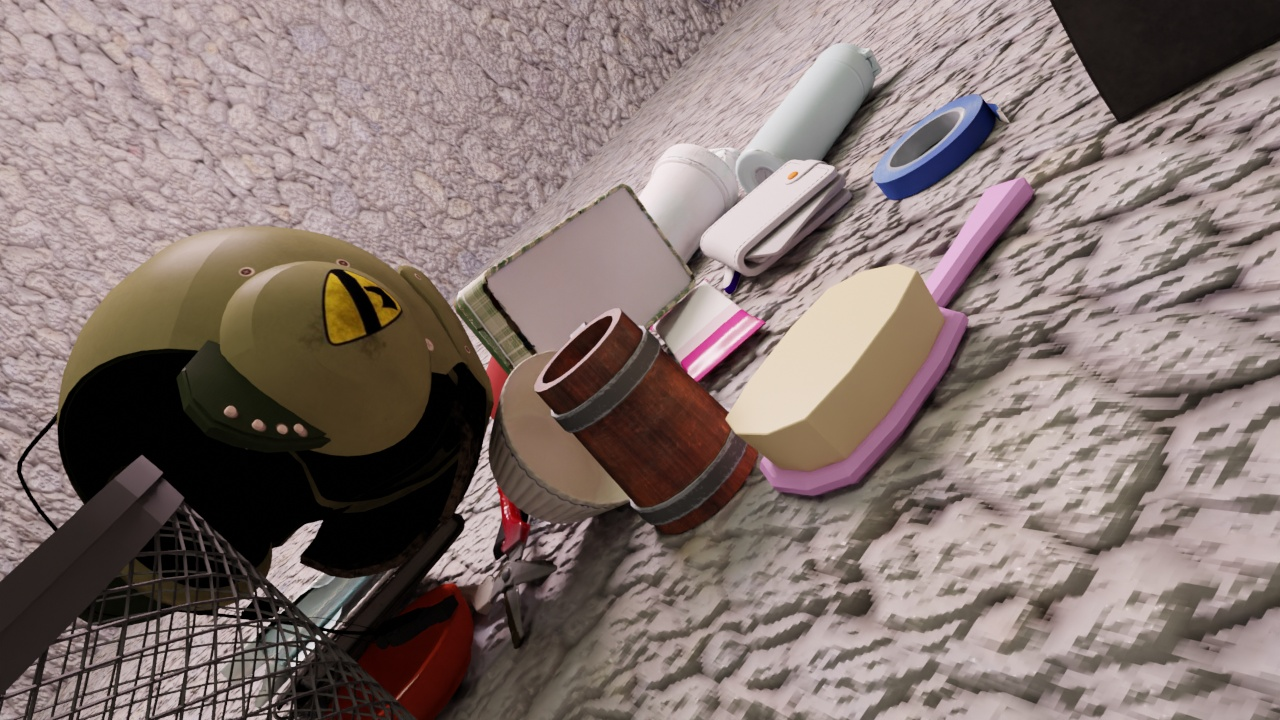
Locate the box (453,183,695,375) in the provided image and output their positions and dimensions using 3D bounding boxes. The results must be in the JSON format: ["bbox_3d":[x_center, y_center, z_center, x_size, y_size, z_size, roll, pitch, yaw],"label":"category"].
[{"bbox_3d":[-0.045,-0.056,0.742,0.050,0.117,0.204,-28,12,45],"label":"box"}]

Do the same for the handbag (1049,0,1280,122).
[{"bbox_3d":[0.270,-0.253,0.446,0.176,0.196,0.072,-28,22,42],"label":"handbag"}]

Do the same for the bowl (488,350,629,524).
[{"bbox_3d":[-0.050,0.058,0.608,0.063,0.115,0.115,-49,8,42],"label":"bowl"}]

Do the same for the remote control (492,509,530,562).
[{"bbox_3d":[-0.097,0.116,0.734,0.028,0.012,0.124,-39,16,16],"label":"remote control"}]

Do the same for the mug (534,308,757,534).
[{"bbox_3d":[0.000,0.028,0.540,0.081,0.111,0.117,-42,16,6],"label":"mug"}]

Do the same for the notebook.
[{"bbox_3d":[-0.212,0.200,0.696,0.169,0.029,0.210,-50,1,-31],"label":"notebook"}]

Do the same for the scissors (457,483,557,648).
[{"bbox_3d":[-0.104,0.143,0.643,0.180,0.015,0.198,-47,25,28],"label":"scissors"}]

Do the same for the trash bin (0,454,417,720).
[{"bbox_3d":[-0.194,0.195,0.366,0.218,0.227,0.217,-39,16,14],"label":"trash bin"}]

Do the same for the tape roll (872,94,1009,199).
[{"bbox_3d":[0.212,-0.155,0.668,0.093,0.016,0.091,-40,16,13],"label":"tape roll"}]

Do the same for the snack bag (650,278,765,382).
[{"bbox_3d":[0.049,-0.027,0.737,0.070,0.016,0.196,-41,16,3],"label":"snack bag"}]

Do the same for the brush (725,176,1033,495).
[{"bbox_3d":[0.134,-0.028,0.482,0.228,0.043,0.089,-49,17,-20],"label":"brush"}]

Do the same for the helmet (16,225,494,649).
[{"bbox_3d":[-0.199,0.039,0.548,0.251,0.255,0.232,-42,21,28],"label":"helmet"}]

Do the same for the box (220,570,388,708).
[{"bbox_3d":[-0.265,0.199,0.783,0.198,0.067,0.084,-49,-19,-58],"label":"box"}]

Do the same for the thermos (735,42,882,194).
[{"bbox_3d":[0.167,-0.237,0.900,0.078,0.065,0.206,-12,35,51],"label":"thermos"}]

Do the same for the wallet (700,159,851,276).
[{"bbox_3d":[0.116,-0.117,0.754,0.118,0.037,0.115,-40,23,-2],"label":"wallet"}]

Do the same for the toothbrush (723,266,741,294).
[{"bbox_3d":[0.097,-0.112,0.839,0.015,0.016,0.186,-30,20,33],"label":"toothbrush"}]

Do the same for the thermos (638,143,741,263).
[{"bbox_3d":[0.022,-0.137,0.949,0.100,0.099,0.219,-19,32,56],"label":"thermos"}]

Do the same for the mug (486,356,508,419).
[{"bbox_3d":[-0.071,0.005,0.804,0.080,0.116,0.097,-110,35,-43],"label":"mug"}]

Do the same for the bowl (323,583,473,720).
[{"bbox_3d":[-0.148,0.203,0.591,0.122,0.035,0.121,-40,16,14],"label":"bowl"}]
